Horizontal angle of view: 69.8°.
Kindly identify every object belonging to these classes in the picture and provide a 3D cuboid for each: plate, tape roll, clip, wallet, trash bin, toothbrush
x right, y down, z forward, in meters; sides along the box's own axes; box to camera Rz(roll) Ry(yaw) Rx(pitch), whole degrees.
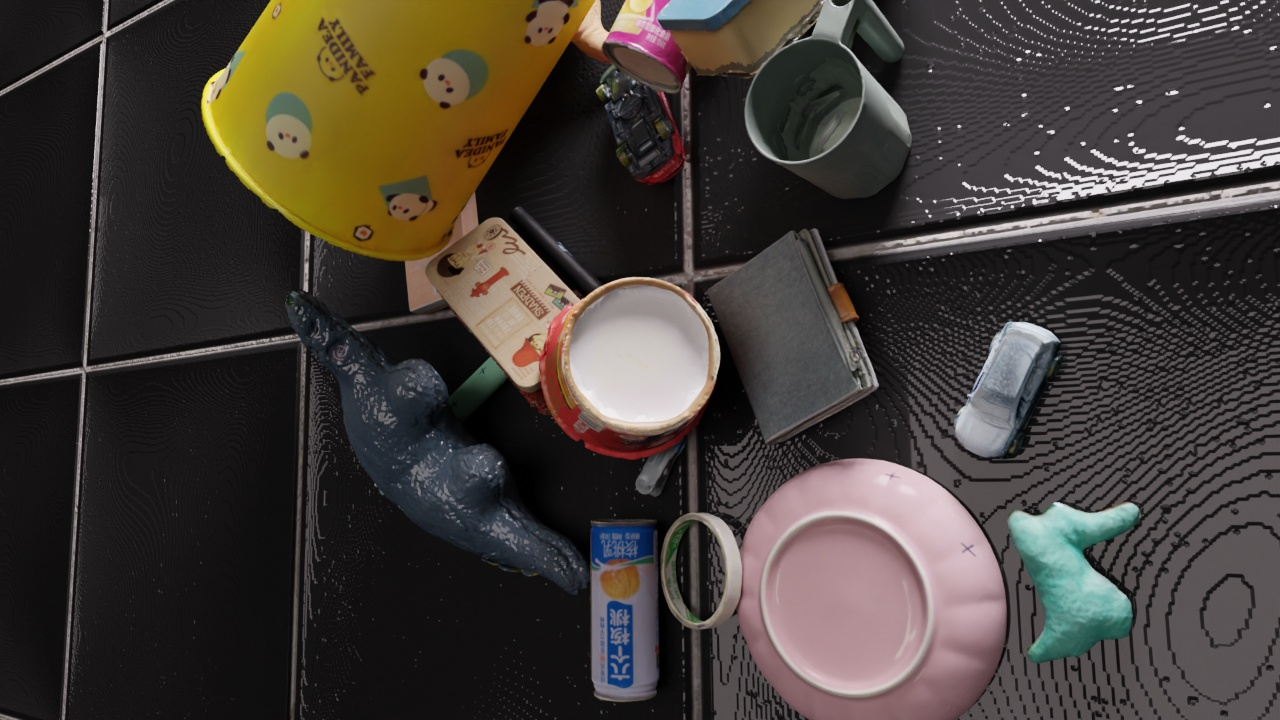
[{"bbox_3d":[0.144,0.163,0.623,0.193,0.039,0.192,-5,82,34],"label":"plate"},{"bbox_3d":[0.044,0.158,0.690,0.086,0.013,0.085,-11,76,56],"label":"tape roll"},{"bbox_3d":[0.017,0.082,0.735,0.024,0.029,0.057,24,88,32],"label":"clip"},{"bbox_3d":[0.112,-0.018,0.669,0.107,0.037,0.129,-35,65,38],"label":"wallet"},{"bbox_3d":[-0.182,-0.248,0.727,0.256,0.229,0.229,-45,62,28],"label":"trash bin"},{"bbox_3d":[-0.186,0.058,0.868,0.225,0.026,0.027,-41,74,24],"label":"toothbrush"}]

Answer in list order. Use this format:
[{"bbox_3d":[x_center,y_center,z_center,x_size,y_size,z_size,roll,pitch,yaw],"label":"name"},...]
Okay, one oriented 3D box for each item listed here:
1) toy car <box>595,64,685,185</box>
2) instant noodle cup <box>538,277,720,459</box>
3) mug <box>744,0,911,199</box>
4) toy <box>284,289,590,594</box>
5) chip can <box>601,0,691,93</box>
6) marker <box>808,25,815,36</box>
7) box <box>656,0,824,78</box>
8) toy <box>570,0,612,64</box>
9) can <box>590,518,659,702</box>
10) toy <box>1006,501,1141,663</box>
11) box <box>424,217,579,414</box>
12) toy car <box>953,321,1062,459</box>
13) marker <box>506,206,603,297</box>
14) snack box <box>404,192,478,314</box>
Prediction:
[{"bbox_3d":[0.002,-0.199,0.758,0.053,0.045,0.120,-30,63,26],"label":"toy car"},{"bbox_3d":[-0.004,0.004,0.666,0.138,0.109,0.138,1,85,-6],"label":"instant noodle cup"},{"bbox_3d":[0.139,-0.180,0.627,0.084,0.103,0.124,26,98,34],"label":"mug"},{"bbox_3d":[-0.183,0.080,0.799,0.356,0.091,0.138,45,147,7],"label":"toy"},{"bbox_3d":[0.048,-0.314,0.700,0.071,0.071,0.210,25,88,34],"label":"chip can"},{"bbox_3d":[0.170,-0.285,0.667,0.131,0.022,0.018,-52,21,19],"label":"marker"},{"bbox_3d":[0.094,-0.269,0.642,0.184,0.059,0.090,-45,33,-10],"label":"box"},{"bbox_3d":[-0.095,-0.328,0.824,0.226,0.082,0.143,18,110,32],"label":"toy"},{"bbox_3d":[-0.012,0.193,0.718,0.053,0.053,0.134,-5,82,34],"label":"can"},{"bbox_3d":[0.262,0.127,0.554,0.097,0.030,0.092,-30,71,22],"label":"toy"},{"bbox_3d":[-0.103,-0.034,0.789,0.091,0.077,0.168,-38,60,-9],"label":"box"},{"bbox_3d":[0.232,0.019,0.584,0.043,0.034,0.091,28,102,30],"label":"toy car"},{"bbox_3d":[-0.076,-0.094,0.814,0.022,0.020,0.132,-44,60,-2],"label":"marker"},{"bbox_3d":[-0.197,-0.131,0.897,0.085,0.026,0.157,-15,76,33],"label":"snack box"}]
